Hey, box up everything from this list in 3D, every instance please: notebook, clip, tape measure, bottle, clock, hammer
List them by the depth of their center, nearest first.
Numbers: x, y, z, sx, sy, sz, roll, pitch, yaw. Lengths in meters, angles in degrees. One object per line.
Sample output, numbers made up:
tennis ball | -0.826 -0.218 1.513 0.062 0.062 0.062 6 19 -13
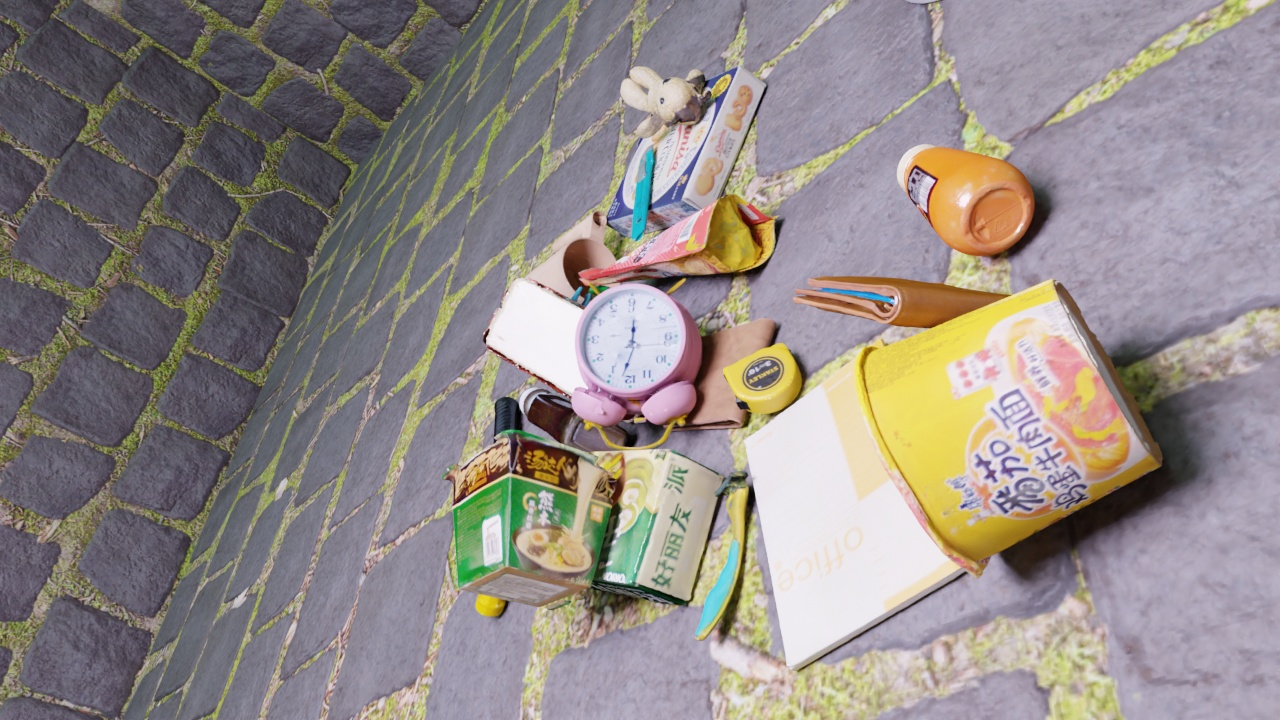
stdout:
notebook | 0.140 0.094 0.644 0.146 0.010 0.205 -42 32 29
bottle | 0.226 -0.127 0.671 0.067 0.066 0.149 -50 22 16
tape measure | 0.103 0.018 0.751 0.060 0.029 0.057 -28 42 6
clock | -0.005 0.005 0.825 0.117 0.060 0.158 -2 77 9
bottle | -0.082 0.062 0.965 0.195 0.080 0.044 19 85 64
clip | -0.070 -0.056 0.981 0.014 0.047 0.056 -35 25 51
hammer | -0.153 0.136 1.033 0.300 0.033 0.129 -102 29 -58

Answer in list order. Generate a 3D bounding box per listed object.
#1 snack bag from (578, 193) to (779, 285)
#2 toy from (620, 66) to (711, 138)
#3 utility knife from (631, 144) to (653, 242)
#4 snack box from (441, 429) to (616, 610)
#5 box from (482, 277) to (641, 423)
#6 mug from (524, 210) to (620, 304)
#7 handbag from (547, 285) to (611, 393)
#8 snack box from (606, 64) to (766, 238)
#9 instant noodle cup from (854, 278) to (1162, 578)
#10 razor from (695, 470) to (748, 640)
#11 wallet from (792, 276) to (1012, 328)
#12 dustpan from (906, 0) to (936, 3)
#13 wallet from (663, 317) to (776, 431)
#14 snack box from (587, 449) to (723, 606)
snack bag | 0.038 -0.114 0.935 0.128 0.073 0.208 -29 13 -31
toy | 0.024 -0.311 1.070 0.105 0.066 0.157 -41 36 -2
utility knife | 0.002 -0.194 1.052 0.029 0.013 0.151 -38 36 42
snack box | -0.092 0.135 0.741 0.119 0.117 0.105 -35 43 44
box | -0.066 -0.014 0.907 0.091 0.168 0.080 -62 -17 2
mug | -0.085 -0.111 1.128 0.104 0.084 0.124 -24 53 50
handbag | -0.056 -0.022 1.014 0.131 0.068 0.120 -57 28 3
snack box | 0.048 -0.242 1.086 0.183 0.045 0.177 -3 61 58
instant noodle cup | 0.199 0.030 0.493 0.110 0.138 0.137 -31 38 28
razor | 0.063 0.150 0.696 0.043 0.028 0.132 121 167 -56
wallet | 0.178 -0.038 0.591 0.119 0.130 0.035 -165 79 -64
dustpan | 0.344 -0.425 0.823 0.258 0.142 0.222 13 72 31
wallet | 0.069 0.016 0.830 0.115 0.020 0.101 -14 50 57
snack box | -0.034 0.144 0.822 0.241 0.063 0.114 -9 58 55
